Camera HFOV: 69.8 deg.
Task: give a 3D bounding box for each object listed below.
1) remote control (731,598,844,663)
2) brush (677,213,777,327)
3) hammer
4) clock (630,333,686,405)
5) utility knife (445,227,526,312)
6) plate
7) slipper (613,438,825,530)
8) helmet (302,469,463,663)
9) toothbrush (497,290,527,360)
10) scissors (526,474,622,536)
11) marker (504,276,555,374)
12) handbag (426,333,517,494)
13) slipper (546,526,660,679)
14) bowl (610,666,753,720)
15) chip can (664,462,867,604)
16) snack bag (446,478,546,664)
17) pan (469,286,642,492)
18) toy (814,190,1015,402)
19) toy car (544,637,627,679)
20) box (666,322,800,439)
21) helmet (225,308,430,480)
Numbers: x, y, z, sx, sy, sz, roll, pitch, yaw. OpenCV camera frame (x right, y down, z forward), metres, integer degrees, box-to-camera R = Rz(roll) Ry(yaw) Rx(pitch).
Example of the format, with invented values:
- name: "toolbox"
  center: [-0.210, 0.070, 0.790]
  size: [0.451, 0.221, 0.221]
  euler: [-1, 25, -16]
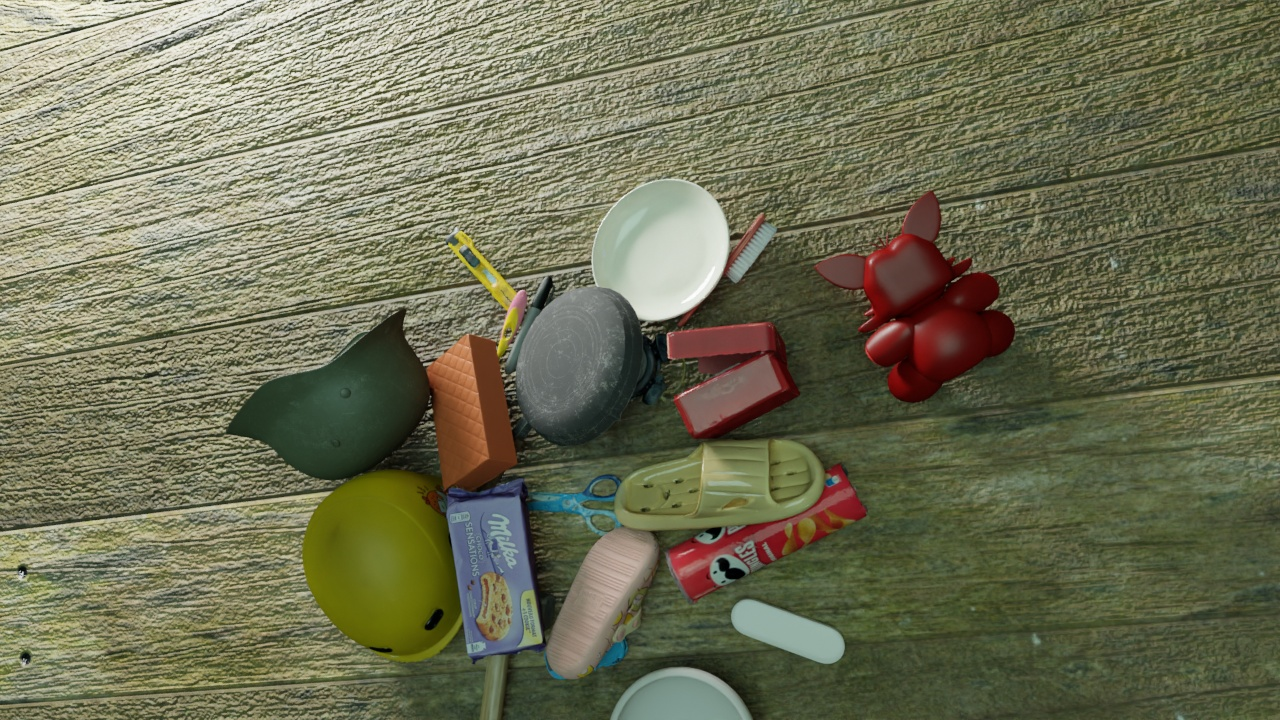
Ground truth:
- name: "remote control"
  center: [0.173, 0.319, 1.083]
  size: [0.136, 0.013, 0.043]
  euler: [17, 89, 14]
- name: "brush"
  center: [0.107, -0.104, 1.127]
  size: [0.030, 0.041, 0.172]
  euler: [38, 97, -1]
- name: "hammer"
  center: [-0.185, 0.438, 1.140]
  size: [0.117, 0.051, 0.322]
  euler: [6, 87, 14]
- name: "clock"
  center: [-0.007, 0.007, 1.137]
  size: [0.129, 0.052, 0.090]
  euler: [10, 87, 10]
- name: "utility knife"
  center: [-0.204, -0.117, 1.214]
  size: [0.155, 0.017, 0.030]
  euler: [46, 105, 10]
- name: "plate"
  center: [0.028, -0.133, 1.135]
  size: [0.183, 0.034, 0.182]
  euler: [-6, 75, 23]
- name: "slipper"
  center: [0.079, 0.133, 1.066]
  size: [0.262, 0.079, 0.111]
  euler: [-13, 41, 22]
- name: "helmet"
  center: [-0.320, 0.242, 1.119]
  size: [0.209, 0.139, 0.239]
  euler: [-31, 60, 9]
- name: "toothbrush"
  center: [-0.175, -0.028, 1.193]
  size: [0.021, 0.016, 0.135]
  euler: [23, 94, 8]
- name: "scissors"
  center: [-0.086, 0.174, 1.161]
  size: [0.140, 0.015, 0.083]
  euler: [8, 89, 16]
- name: "marker"
  center: [-0.143, -0.045, 1.193]
  size: [0.022, 0.016, 0.138]
  euler: [23, 92, -9]
- name: "handbag"
  center: [-0.214, 0.070, 1.150]
  size: [0.109, 0.060, 0.171]
  euler: [-32, 59, 32]
- name: "slipper"
  center: [-0.038, 0.295, 1.106]
  size: [0.093, 0.081, 0.197]
  euler: [17, 67, 43]
- name: "bowl"
  center: [0.053, 0.444, 1.073]
  size: [0.177, 0.066, 0.176]
  euler: [-1, 85, 13]
- name: "chip can"
  center: [0.147, 0.201, 1.070]
  size: [0.233, 0.073, 0.073]
  euler: [-28, 79, 9]
- name: "snack bag"
  center: [-0.170, 0.249, 1.097]
  size: [0.096, 0.058, 0.205]
  euler: [-10, 81, 5]
- name: "pan"
  center: [-0.130, 0.061, 1.135]
  size: [0.357, 0.040, 0.207]
  euler: [-52, 48, 14]
- name: "toy"
  center: [0.313, -0.064, 1.030]
  size: [0.158, 0.120, 0.197]
  euler: [-33, 88, 11]
- name: "toy car"
  center: [-0.069, 0.359, 1.129]
  size: [0.105, 0.032, 0.048]
  euler: [-19, 80, 10]
- name: "box"
  center: [0.112, 0.028, 1.051]
  size: [0.137, 0.157, 0.122]
  euler: [-10, 80, 14]
- name: "helmet"
  center: [-0.359, 0.055, 1.149]
  size: [0.268, 0.226, 0.154]
  euler: [-42, 95, 19]
